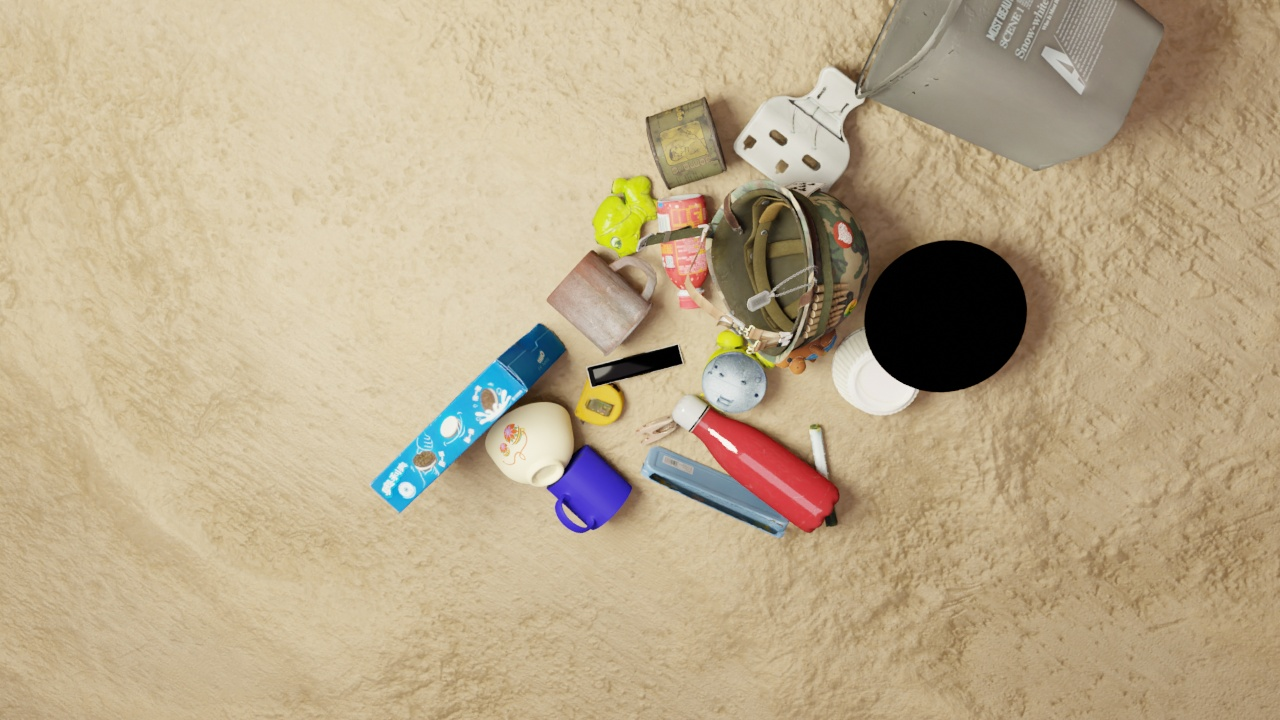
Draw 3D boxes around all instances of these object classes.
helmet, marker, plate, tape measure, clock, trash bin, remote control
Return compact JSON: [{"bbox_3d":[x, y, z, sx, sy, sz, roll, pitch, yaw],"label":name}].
[{"bbox_3d":[0.143,-0.102,1.032,0.236,0.192,0.225,-26,148,-10],"label":"helmet"},{"bbox_3d":[0.243,0.154,1.222,0.017,0.017,0.146,-10,106,10],"label":"marker"},{"bbox_3d":[0.356,-0.044,1.062,0.184,0.036,0.184,2,108,6],"label":"plate"},{"bbox_3d":[-0.052,0.057,1.220,0.059,0.030,0.068,22,109,1],"label":"tape measure"},{"bbox_3d":[0.125,0.010,1.169,0.083,0.057,0.119,24,109,-1],"label":"clock"},{"bbox_3d":[0.384,-0.324,0.957,0.220,0.197,0.197,26,86,-9],"label":"trash bin"},{"bbox_3d":[-0.007,0.007,1.193,0.124,0.012,0.028,-14,93,-1],"label":"remote control"}]

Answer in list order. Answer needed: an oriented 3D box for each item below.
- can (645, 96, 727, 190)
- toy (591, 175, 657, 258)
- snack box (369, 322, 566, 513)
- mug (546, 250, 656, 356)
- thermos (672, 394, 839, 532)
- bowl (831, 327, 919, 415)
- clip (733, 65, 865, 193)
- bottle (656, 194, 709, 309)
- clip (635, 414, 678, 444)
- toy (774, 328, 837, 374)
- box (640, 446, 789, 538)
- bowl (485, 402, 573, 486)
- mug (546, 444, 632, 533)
[{"bbox_3d":[0.053,-0.254,1.077,0.075,0.089,0.090,-16,105,11],"label":"can"},{"bbox_3d":[-0.019,-0.178,1.139,0.093,0.036,0.094,-24,105,5],"label":"toy"},{"bbox_3d":[-0.211,0.066,1.153,0.239,0.195,0.056,-42,95,17],"label":"snack box"},{"bbox_3d":[-0.041,-0.084,1.144,0.110,0.096,0.123,41,100,-11],"label":"mug"},{"bbox_3d":[0.145,0.127,1.195,0.240,0.073,0.073,37,108,3],"label":"thermos"},{"bbox_3d":[0.301,0.018,1.148,0.115,0.062,0.115,2,108,6],"label":"bowl"},{"bbox_3d":[0.198,-0.274,1.080,0.125,0.089,0.151,35,97,-7],"label":"clip"},{"bbox_3d":[0.056,-0.133,1.130,0.062,0.061,0.138,-4,107,8],"label":"bottle"},{"bbox_3d":[0.023,0.095,1.226,0.061,0.025,0.049,6,109,6],"label":"clip"},{"bbox_3d":[0.191,-0.039,1.143,0.090,0.071,0.103,-30,81,-10],"label":"toy"},{"bbox_3d":[0.096,0.185,1.224,0.210,0.066,0.052,22,116,-1],"label":"box"},{"bbox_3d":[-0.134,0.121,1.194,0.118,0.074,0.118,-18,142,-15],"label":"bowl"},{"bbox_3d":[-0.075,0.179,1.219,0.083,0.111,0.079,44,131,-8],"label":"mug"}]
